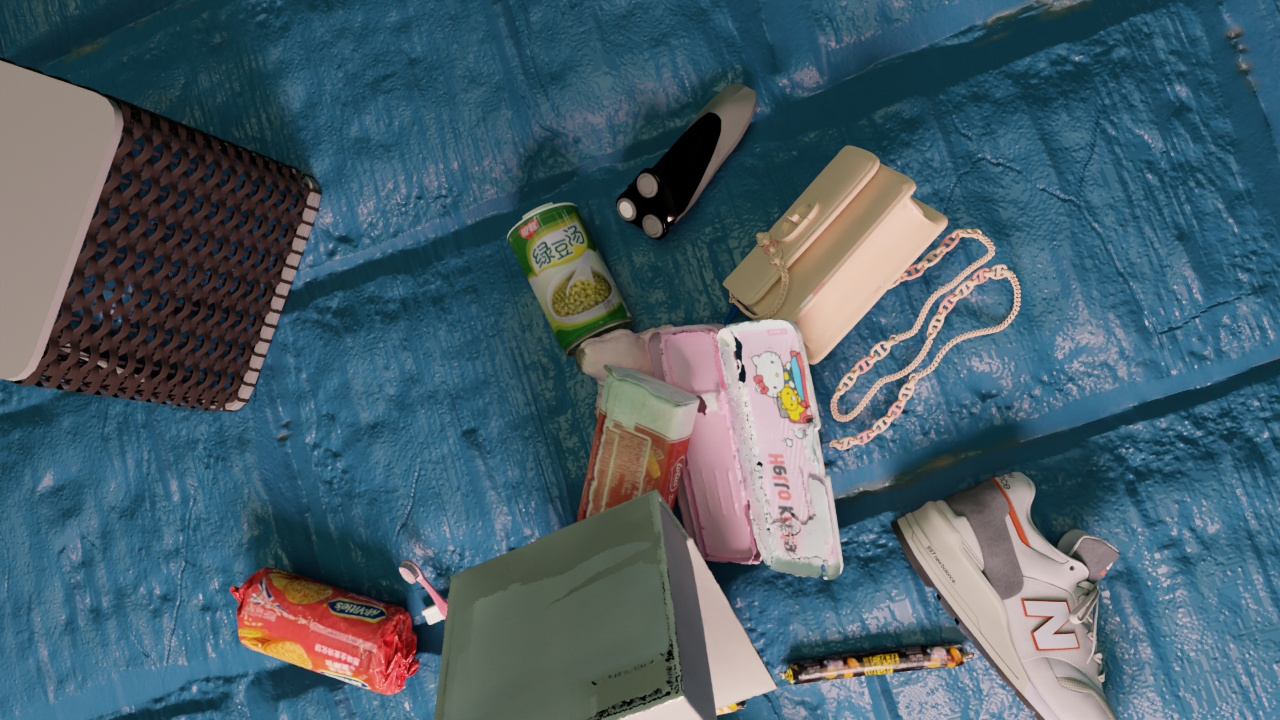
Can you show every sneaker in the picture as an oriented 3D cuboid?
[{"bbox_3d":[0.310,0.185,0.688,0.124,0.088,0.239,-42,76,9],"label":"sneaker"}]

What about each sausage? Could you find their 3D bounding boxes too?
[{"bbox_3d":[0.190,0.245,0.744,0.155,0.020,0.020,-10,84,11],"label":"sausage"}]

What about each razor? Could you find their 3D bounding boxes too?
[{"bbox_3d":[0.046,-0.176,0.790,0.057,0.060,0.156,36,74,23],"label":"razor"}]

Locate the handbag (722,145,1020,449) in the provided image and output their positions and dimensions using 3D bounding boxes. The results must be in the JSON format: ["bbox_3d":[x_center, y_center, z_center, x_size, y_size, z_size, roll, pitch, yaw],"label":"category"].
[{"bbox_3d":[0.174,-0.051,0.755,0.187,0.116,0.199,37,99,-33],"label":"handbag"}]

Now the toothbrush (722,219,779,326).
[{"bbox_3d":[0.095,-0.067,0.788,0.021,0.017,0.135,31,93,-1],"label":"toothbrush"}]

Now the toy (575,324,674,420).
[{"bbox_3d":[-0.005,0.005,0.779,0.095,0.099,0.053,-31,45,-15],"label":"toy"}]

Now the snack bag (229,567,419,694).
[{"bbox_3d":[-0.274,0.237,0.814,0.176,0.082,0.082,14,89,12],"label":"snack bag"}]

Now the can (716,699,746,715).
[{"bbox_3d":[0.027,0.262,0.752,0.105,0.067,0.067,-16,83,10],"label":"can"}]

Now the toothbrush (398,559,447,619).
[{"bbox_3d":[-0.163,0.226,0.809,0.135,0.016,0.022,45,103,0],"label":"toothbrush"}]

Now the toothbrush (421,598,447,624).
[{"bbox_3d":[-0.111,0.194,0.814,0.187,0.012,0.017,-24,95,9],"label":"toothbrush"}]

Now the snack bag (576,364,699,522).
[{"bbox_3d":[-0.013,0.120,0.745,0.077,0.041,0.225,23,109,30],"label":"snack bag"}]

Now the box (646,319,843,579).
[{"bbox_3d":[0.082,0.067,0.719,0.154,0.041,0.201,-4,102,40],"label":"box"}]

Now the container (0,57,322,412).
[{"bbox_3d":[-0.479,-0.107,0.793,0.247,0.243,0.245,20,90,12],"label":"container"}]

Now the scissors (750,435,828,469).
[{"bbox_3d":[0.081,0.096,0.778,0.148,0.019,0.118,12,90,16],"label":"scissors"}]

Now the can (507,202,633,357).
[{"bbox_3d":[-0.061,-0.071,0.795,0.067,0.067,0.121,-28,81,8],"label":"can"}]

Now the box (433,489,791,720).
[{"bbox_3d":[0.000,0.212,0.719,0.167,0.446,0.164,-24,73,12],"label":"box"}]
